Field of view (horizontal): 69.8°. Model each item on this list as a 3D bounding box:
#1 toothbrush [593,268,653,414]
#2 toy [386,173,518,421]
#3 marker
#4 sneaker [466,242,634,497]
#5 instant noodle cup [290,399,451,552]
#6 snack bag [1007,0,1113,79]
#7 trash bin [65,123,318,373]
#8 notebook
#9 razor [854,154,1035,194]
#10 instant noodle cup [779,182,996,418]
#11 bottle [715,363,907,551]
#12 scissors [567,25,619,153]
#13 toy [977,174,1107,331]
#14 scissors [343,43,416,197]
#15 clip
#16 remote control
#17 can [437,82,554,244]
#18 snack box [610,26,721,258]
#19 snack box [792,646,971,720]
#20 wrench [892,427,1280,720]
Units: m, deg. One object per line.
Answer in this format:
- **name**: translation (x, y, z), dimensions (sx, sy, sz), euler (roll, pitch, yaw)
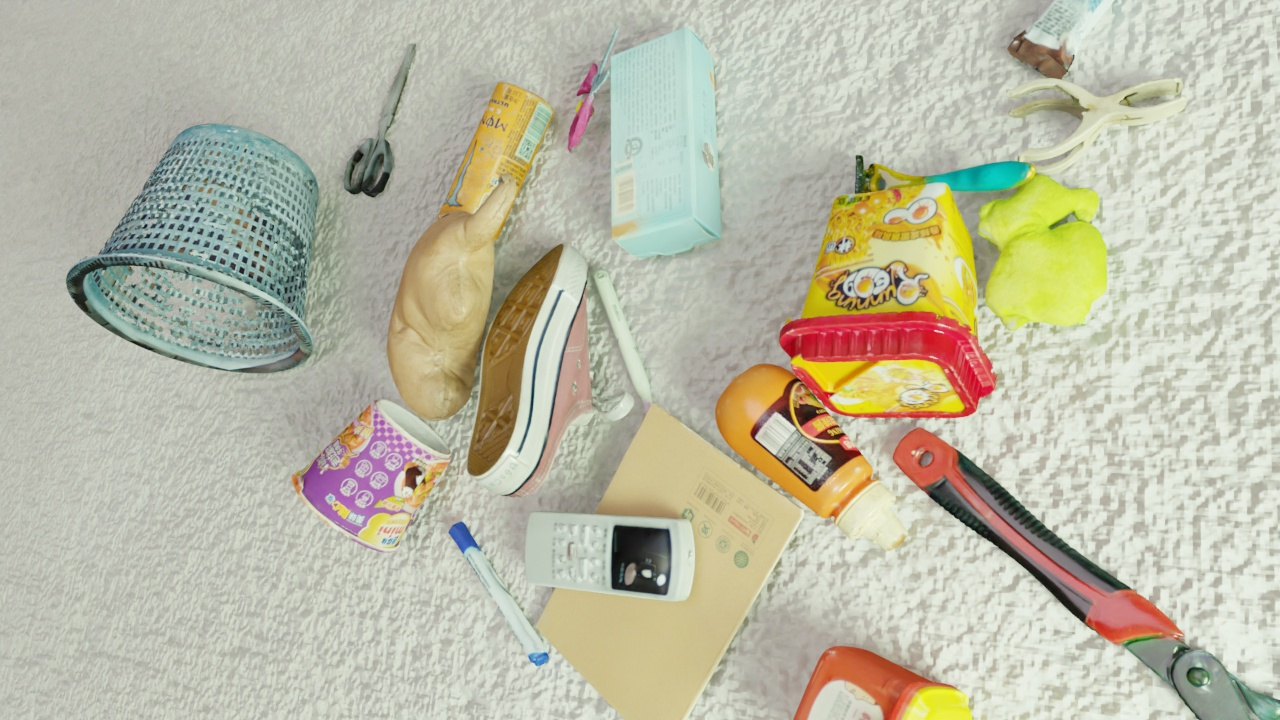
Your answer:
- **toothbrush**: translation (-0.004, 0.004, 0.728), dimensions (0.029, 0.020, 0.189), euler (-20, 64, 0)
- **toy**: translation (-0.158, -0.062, 0.764), dimensions (0.143, 0.082, 0.226), euler (52, 132, 47)
- **marker**: translation (-0.117, 0.189, 0.753), dimensions (0.017, 0.017, 0.146), euler (-50, 56, 11)
- **sneaker**: translation (-0.070, 0.011, 0.729), dimensions (0.119, 0.088, 0.240), euler (-30, 38, 35)
- **instant noodle cup**: translation (-0.226, 0.096, 0.800), dimensions (0.099, 0.111, 0.111), euler (-50, 56, 1)
- **snack bag**: translation (0.290, -0.235, 0.598), dimensions (0.045, 0.026, 0.105), euler (44, 103, 24)
- **trash bin**: translation (-0.426, -0.121, 0.937), dimensions (0.227, 0.226, 0.194), euler (-10, 59, 31)
- **notebook**: translation (0.013, 0.156, 0.668), dimensions (0.148, 0.008, 0.208), euler (35, 104, 34)
- **razor**: translation (0.201, -0.121, 0.613), dimensions (0.133, 0.028, 0.043), euler (5, 92, 48)
- **instant noodle cup**: translation (0.162, -0.038, 0.584), dimensions (0.116, 0.116, 0.123), euler (-2, 64, 33)
- **bottle**: translation (0.117, 0.068, 0.610), dimensions (0.149, 0.066, 0.067), euler (45, 103, 26)
- **scissors**: translation (-0.038, -0.240, 0.780), dimensions (0.136, 0.017, 0.107), euler (125, 157, -55)
- **toy**: translation (0.252, -0.067, 0.571), dimensions (0.097, 0.031, 0.100), euler (-33, 64, 5)
- **scissors**: translation (-0.263, -0.254, 0.974), dimensions (0.175, 0.014, 0.133), euler (-44, 57, 12)
- **clip**: translation (0.279, -0.143, 0.578), dimensions (0.102, 0.035, 0.095), euler (17, 83, 27)
- **remote control**: translation (-0.027, 0.143, 0.680), dimensions (0.150, 0.021, 0.058), euler (-5, 80, 37)
- **can**: translation (-0.133, -0.176, 0.837), dimensions (0.058, 0.058, 0.146), euler (25, 91, 35)
- **snack box**: translation (0.019, -0.174, 0.742), dimensions (0.074, 0.051, 0.174), euler (-10, 72, 29)
- **snack box**: translation (0.137, 0.221, 0.543), dimensions (0.080, 0.082, 0.091), euler (23, 89, 45)
- **wrench**: translation (0.258, 0.126, 0.527), dimensions (0.273, 0.016, 0.056), euler (38, 99, 34)
